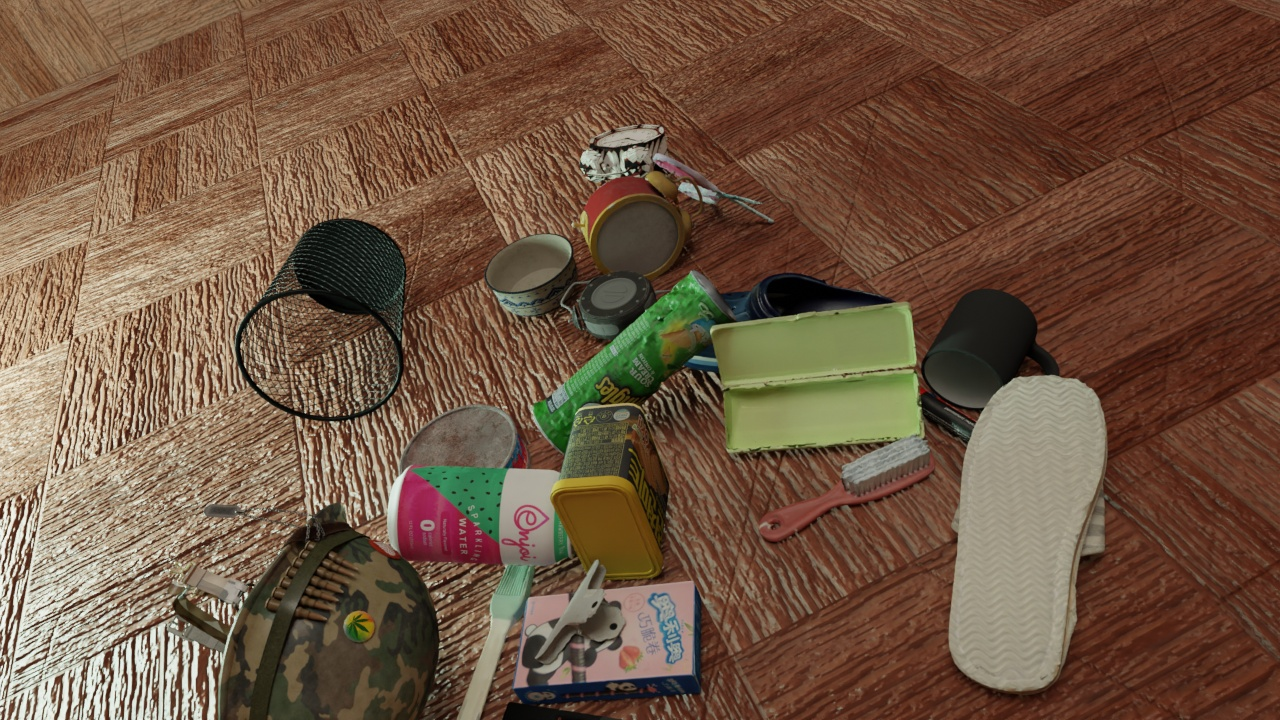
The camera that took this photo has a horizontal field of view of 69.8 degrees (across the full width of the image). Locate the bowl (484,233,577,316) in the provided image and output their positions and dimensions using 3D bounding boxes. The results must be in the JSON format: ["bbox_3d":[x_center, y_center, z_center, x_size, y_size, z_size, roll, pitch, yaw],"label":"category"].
[{"bbox_3d":[-0.130,-0.100,1.148,0.115,0.059,0.115,-11,42,10],"label":"bowl"}]

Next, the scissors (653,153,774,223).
[{"bbox_3d":[0.090,-0.213,1.162,0.170,0.168,0.014,26,89,-4],"label":"scissors"}]

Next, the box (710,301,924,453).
[{"bbox_3d":[0.167,0.019,0.868,0.188,0.140,0.048,-8,12,16],"label":"box"}]

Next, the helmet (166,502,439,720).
[{"bbox_3d":[-0.286,0.225,0.759,0.236,0.193,0.223,5,56,-11],"label":"helmet"}]

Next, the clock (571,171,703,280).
[{"bbox_3d":[0.001,-0.174,1.130,0.159,0.117,0.081,-28,38,3],"label":"clock"}]

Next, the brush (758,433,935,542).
[{"bbox_3d":[0.183,0.113,0.820,0.172,0.030,0.041,-24,41,-3],"label":"brush"}]

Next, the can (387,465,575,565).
[{"bbox_3d":[-0.143,0.144,0.852,0.166,0.088,0.088,2,44,2],"label":"can"}]

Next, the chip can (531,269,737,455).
[{"bbox_3d":[-0.005,0.005,0.922,0.223,0.075,0.075,-40,41,10],"label":"chip can"}]

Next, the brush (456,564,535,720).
[{"bbox_3d":[-0.136,0.272,0.794,0.033,0.012,0.217,-2,46,21],"label":"brush"}]

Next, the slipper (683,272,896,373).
[{"bbox_3d":[0.149,-0.048,0.960,0.253,0.095,0.104,1,48,18],"label":"slipper"}]

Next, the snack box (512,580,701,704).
[{"bbox_3d":[-0.026,0.237,0.770,0.154,0.033,0.087,-9,42,13],"label":"snack box"}]

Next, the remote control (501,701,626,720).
[{"bbox_3d":[-0.044,0.299,0.726,0.150,0.013,0.034,0,46,22],"label":"remote control"}]

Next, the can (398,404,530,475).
[{"bbox_3d":[-0.183,0.108,0.961,0.130,0.044,0.129,-11,42,10],"label":"can"}]

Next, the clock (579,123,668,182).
[{"bbox_3d":[-0.021,-0.277,1.284,0.115,0.065,0.154,2,31,23],"label":"clock"}]

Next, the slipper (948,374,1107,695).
[{"bbox_3d":[0.308,0.133,0.731,0.115,0.054,0.272,10,60,26],"label":"slipper"}]

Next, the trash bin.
[{"bbox_3d":[-0.372,-0.063,1.127,0.184,0.184,0.209,-16,36,5],"label":"trash bin"}]

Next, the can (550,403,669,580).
[{"bbox_3d":[-0.022,0.117,0.824,0.073,0.131,0.100,-6,41,16],"label":"can"}]

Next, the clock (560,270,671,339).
[{"bbox_3d":[-0.030,-0.063,1.080,0.123,0.044,0.091,5,48,27],"label":"clock"}]

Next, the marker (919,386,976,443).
[{"bbox_3d":[0.286,0.052,0.850,0.023,0.021,0.145,-9,32,-34],"label":"marker"}]

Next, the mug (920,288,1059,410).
[{"bbox_3d":[0.332,-0.002,0.856,0.113,0.078,0.087,33,60,12],"label":"mug"}]

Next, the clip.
[{"bbox_3d":[-0.045,0.207,0.761,0.054,0.041,0.101,-2,43,40],"label":"clip"}]
